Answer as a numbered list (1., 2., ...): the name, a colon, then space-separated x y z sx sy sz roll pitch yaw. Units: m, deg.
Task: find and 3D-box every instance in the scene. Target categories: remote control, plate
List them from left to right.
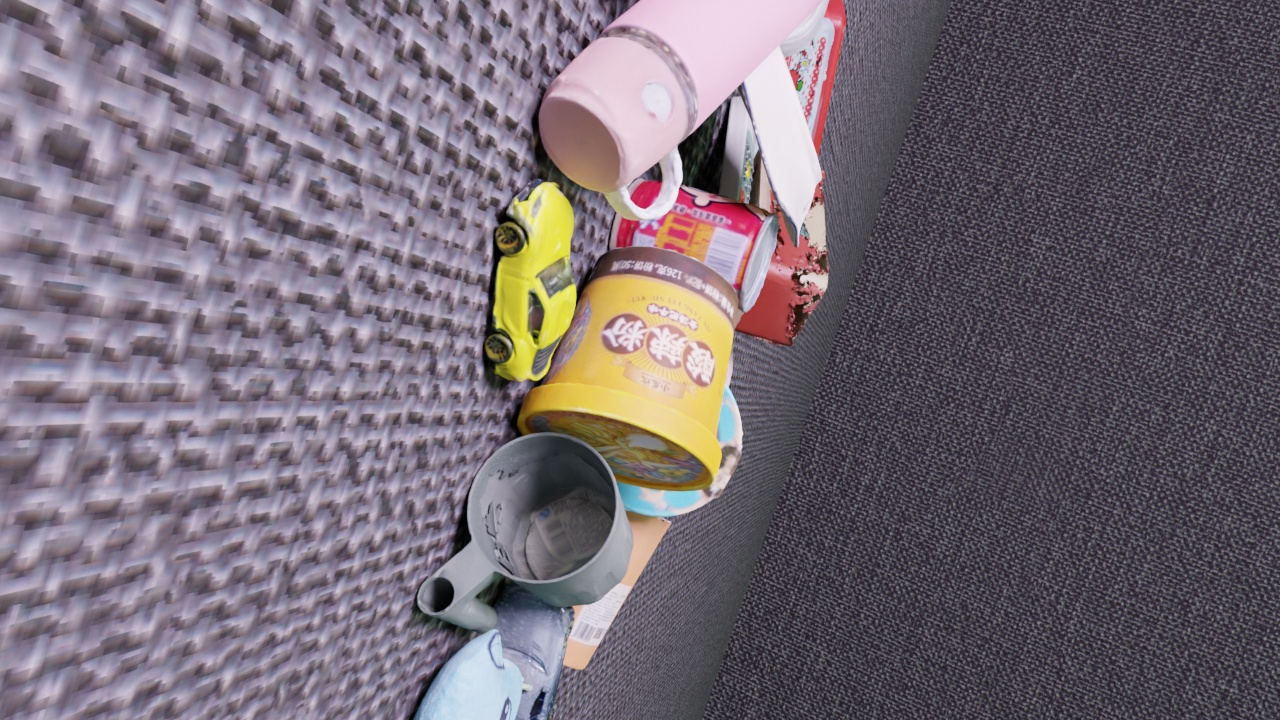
1. remote control: 0.078 -0.143 0.737 0.056 0.019 0.135 59 37 -66
2. plate: 0.085 -0.164 0.604 0.164 0.034 0.163 25 47 -75

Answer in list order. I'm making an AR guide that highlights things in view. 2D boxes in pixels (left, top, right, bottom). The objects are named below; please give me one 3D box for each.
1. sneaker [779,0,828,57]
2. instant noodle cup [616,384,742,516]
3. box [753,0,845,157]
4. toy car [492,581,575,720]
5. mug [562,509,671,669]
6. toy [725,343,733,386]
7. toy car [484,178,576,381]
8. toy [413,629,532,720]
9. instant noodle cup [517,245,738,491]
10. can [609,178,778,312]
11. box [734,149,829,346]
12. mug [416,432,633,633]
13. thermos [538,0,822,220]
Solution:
1. sneaker: 0.133 -0.335 0.647 0.241 0.089 0.091 -60 158 -14
2. instant noodle cup: 0.024 0.048 0.664 0.120 0.111 0.111 -7 116 -80
3. box: 0.147 -0.232 0.874 0.159 0.065 0.202 -49 153 -45
4. toy car: -0.080 0.205 0.613 0.036 0.054 0.121 -37 144 -67
5. mug: -0.039 0.155 0.665 0.122 0.078 0.078 -64 164 -9
6. toy: 0.056 -0.003 0.823 0.121 0.054 0.160 -74 165 -51
7. toy car: -0.051 -0.038 0.458 0.048 0.032 0.105 -46 150 -56
8. toy: -0.117 0.238 0.533 0.156 0.050 0.161 -18 125 -63
9. instant noodle cup: 0.001 0.004 0.545 0.118 0.118 0.114 76 29 -64
10. can: 0.034 -0.075 0.588 0.066 0.094 0.066 20 89 -75
11. box: 0.123 -0.099 0.789 0.092 0.077 0.168 114 -12 -47
12. mug: -0.063 0.110 0.534 0.123 0.083 0.103 -39 159 -10
13. thermos: 0.031 -0.155 0.474 0.198 0.067 0.087 -52 124 -31
